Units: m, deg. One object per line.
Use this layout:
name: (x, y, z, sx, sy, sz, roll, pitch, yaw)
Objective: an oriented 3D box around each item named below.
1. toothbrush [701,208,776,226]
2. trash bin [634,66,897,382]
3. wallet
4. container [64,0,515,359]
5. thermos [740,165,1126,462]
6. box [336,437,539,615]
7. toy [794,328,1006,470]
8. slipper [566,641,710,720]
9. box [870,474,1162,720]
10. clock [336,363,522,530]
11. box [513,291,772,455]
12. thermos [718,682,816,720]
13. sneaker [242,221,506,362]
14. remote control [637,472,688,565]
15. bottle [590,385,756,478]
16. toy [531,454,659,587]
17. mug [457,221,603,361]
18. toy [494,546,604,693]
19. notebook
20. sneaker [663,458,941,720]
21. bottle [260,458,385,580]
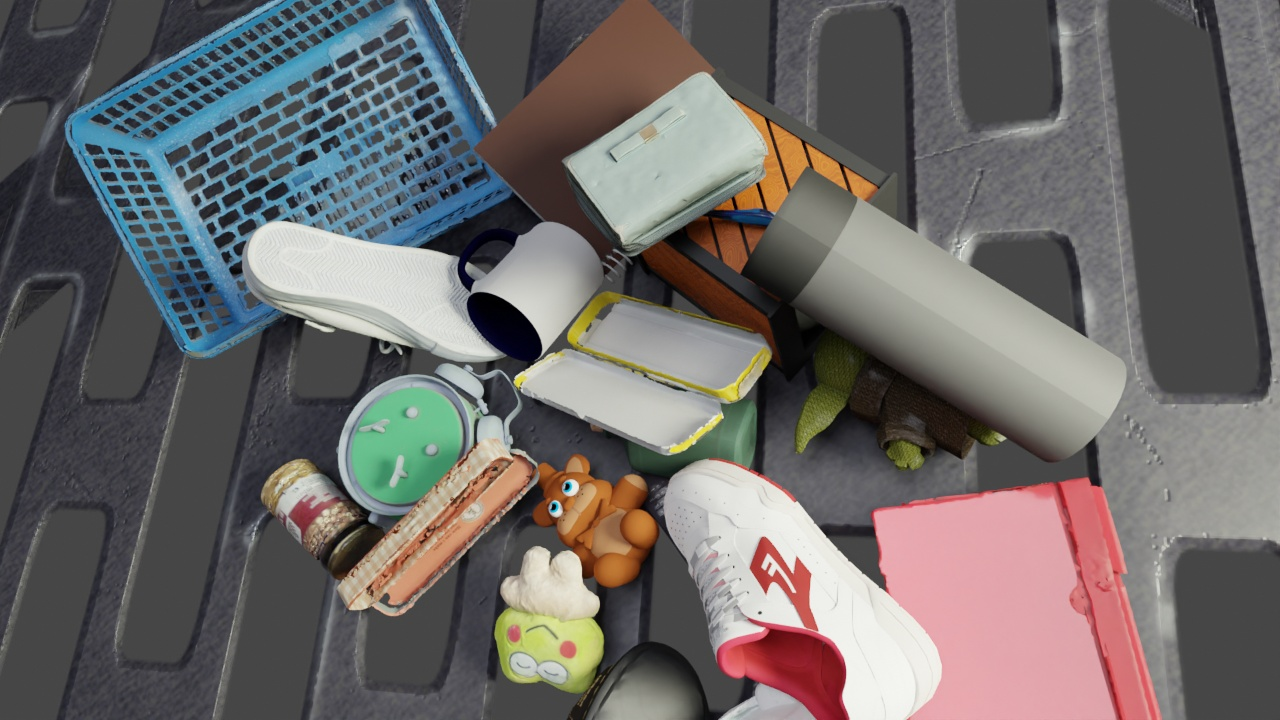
toothbrush: (0.090, -0.106, 0.659, 0.189, 0.016, 0.017, 10, 63, 19)
trash bin: (0.093, -0.107, 0.745, 0.172, 0.140, 0.139, 39, 84, 24)
wallet: (0.016, -0.142, 0.663, 0.131, 0.054, 0.100, -35, 56, -3)
container: (-0.317, -0.191, 0.876, 0.362, 0.089, 0.257, -27, 93, 4)
thermos: (0.187, -0.030, 0.602, 0.240, 0.082, 0.082, 32, 80, -1)
box: (-0.164, 0.139, 0.747, 0.187, 0.082, 0.042, -45, 64, 10)
toy: (0.209, 0.013, 0.703, 0.153, 0.078, 0.179, 22, 76, 27)
slipper: (-0.040, 0.329, 0.658, 0.113, 0.076, 0.267, 34, 70, -1)
box: (0.250, 0.200, 0.637, 0.153, 0.165, 0.214, 7, 67, -29)
clock: (-0.177, 0.066, 0.790, 0.161, 0.075, 0.122, -34, 65, 0)
box: (-0.004, 0.006, 0.739, 0.210, 0.036, 0.129, 19, 56, 46)
thermos: (0.138, 0.316, 0.607, 0.099, 0.099, 0.220, -41, 70, -2)
sneaker: (-0.226, -0.055, 0.812, 0.242, 0.091, 0.089, 16, 73, -25)
remote control: (0.041, 0.141, 0.736, 0.032, 0.015, 0.136, -38, 63, -1)
bottle: (0.023, 0.058, 0.740, 0.131, 0.061, 0.061, 9, 39, 18)
toy: (-0.042, 0.123, 0.740, 0.128, 0.065, 0.095, 34, 90, 29)
mug: (-0.104, -0.069, 0.797, 0.112, 0.079, 0.096, 34, 58, 5)
toy: (-0.071, 0.202, 0.714, 0.092, 0.046, 0.115, 6, 101, 18)
notebook: (-0.015, -0.201, 0.831, 0.171, 0.022, 0.209, 45, 83, -5)
sneaker: (0.079, 0.162, 0.626, 0.104, 0.090, 0.236, -19, 49, -36)
bottle: (-0.278, 0.138, 0.802, 0.105, 0.056, 0.056, 36, 82, 24)
